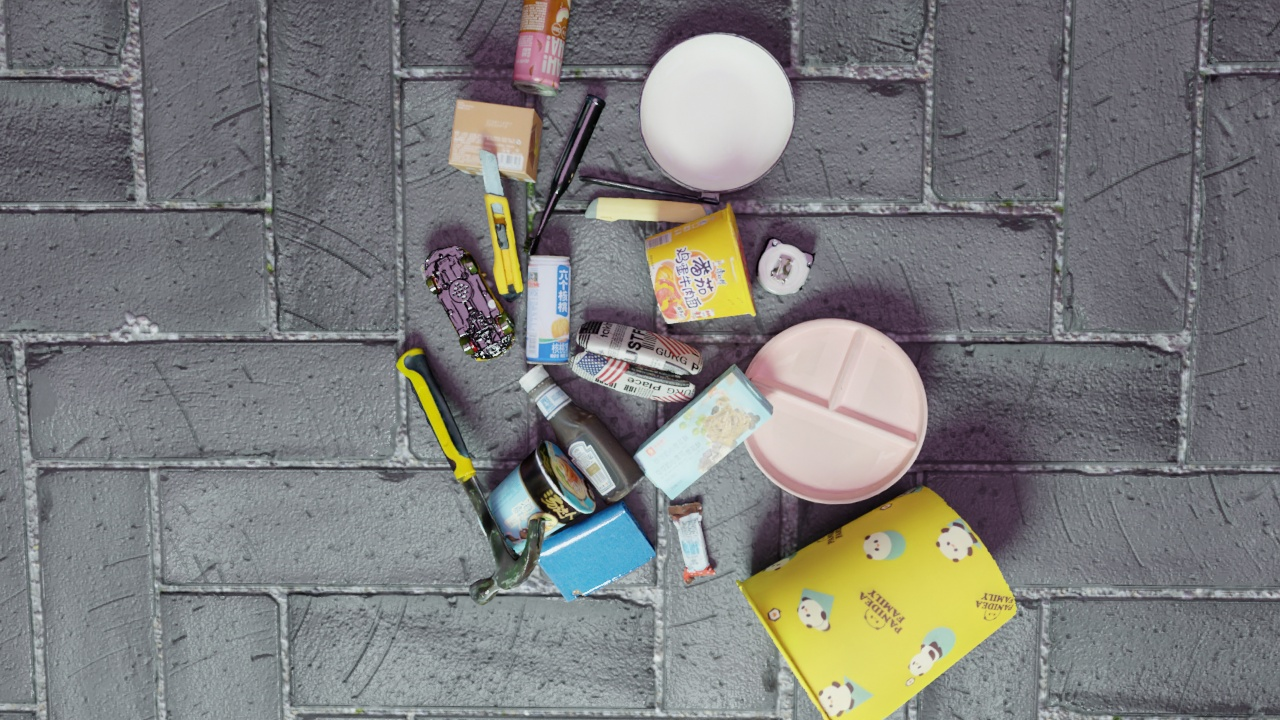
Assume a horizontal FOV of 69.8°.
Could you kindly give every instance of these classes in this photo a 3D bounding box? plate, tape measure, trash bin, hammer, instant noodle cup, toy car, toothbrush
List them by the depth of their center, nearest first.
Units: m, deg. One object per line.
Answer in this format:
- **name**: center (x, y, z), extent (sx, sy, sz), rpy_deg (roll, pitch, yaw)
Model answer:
- **trash bin**: center (0.281, 0.293, 1.094), extent (0.255, 0.229, 0.229), rpy_deg (-33, 93, -2)
- **instant noodle cup**: center (0.072, -0.108, 1.105), extent (0.110, 0.138, 0.138), rpy_deg (-14, 94, 10)
- **hammer**: center (-0.216, 0.125, 1.121), extent (0.126, 0.031, 0.323), rpy_deg (-35, 72, 21)
- **plate**: center (0.093, -0.301, 1.130), extent (0.192, 0.039, 0.192), rpy_deg (0, 95, 1)
- **plate**: center (0.236, 0.062, 1.136), extent (0.230, 0.028, 0.229), rpy_deg (1, 93, 18)
- **tape measure**: center (0.178, -0.115, 1.147), extent (0.066, 0.033, 0.066), rpy_deg (21, 94, 1)
- **instant noodle cup**: center (-0.136, 0.180, 1.148), extent (0.120, 0.111, 0.111), rpy_deg (-39, 93, 12)
- **toothbrush**: center (-0.098, -0.229, 1.148), extent (0.027, 0.026, 0.213), rpy_deg (29, 97, 33)
- **toothbrush**: center (0.011, -0.217, 1.151), extent (0.181, 0.015, 0.018), rpy_deg (8, 89, 0)
- **toy car**: center (-0.214, -0.073, 1.154), extent (0.071, 0.041, 0.156), rpy_deg (-30, 95, 3)

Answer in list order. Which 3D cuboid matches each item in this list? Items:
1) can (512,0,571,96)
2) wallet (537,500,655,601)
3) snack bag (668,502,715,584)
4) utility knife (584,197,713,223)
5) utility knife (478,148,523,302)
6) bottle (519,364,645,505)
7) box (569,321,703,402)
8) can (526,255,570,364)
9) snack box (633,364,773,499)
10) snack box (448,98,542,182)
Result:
- **can**: center (-0.118, -0.402, 1.116), extent (0.058, 0.058, 0.147), rpy_deg (9, 95, 0)
- **wallet**: center (-0.056, 0.243, 1.163), extent (0.133, 0.040, 0.106), rpy_deg (-28, 121, 6)
- **snack bag**: center (0.067, 0.235, 1.182), extent (0.045, 0.026, 0.105), rpy_deg (-12, 94, 11)
- **utility knife**: center (0.015, -0.186, 1.153), extent (0.167, 0.018, 0.031), rpy_deg (5, 99, 2)
- **utility knife**: center (-0.171, -0.158, 1.108), extent (0.033, 0.015, 0.209), rpy_deg (-10, 127, -6)
- **bottle**: center (-0.078, 0.090, 1.151), extent (0.195, 0.080, 0.043), rpy_deg (50, 50, 2)
- **box**: center (-0.008, 0.011, 1.155), extent (0.162, 0.076, 0.088), rpy_deg (16, 118, -3)
- **can**: center (-0.115, -0.063, 1.147), extent (0.053, 0.053, 0.134), rpy_deg (2, 95, 1)
- **snack box**: center (0.078, 0.089, 1.142), extent (0.175, 0.051, 0.074), rpy_deg (-42, 92, 15)
- **snack box**: center (-0.173, -0.264, 1.111), extent (0.093, 0.094, 0.077), rpy_deg (8, 95, 1)
